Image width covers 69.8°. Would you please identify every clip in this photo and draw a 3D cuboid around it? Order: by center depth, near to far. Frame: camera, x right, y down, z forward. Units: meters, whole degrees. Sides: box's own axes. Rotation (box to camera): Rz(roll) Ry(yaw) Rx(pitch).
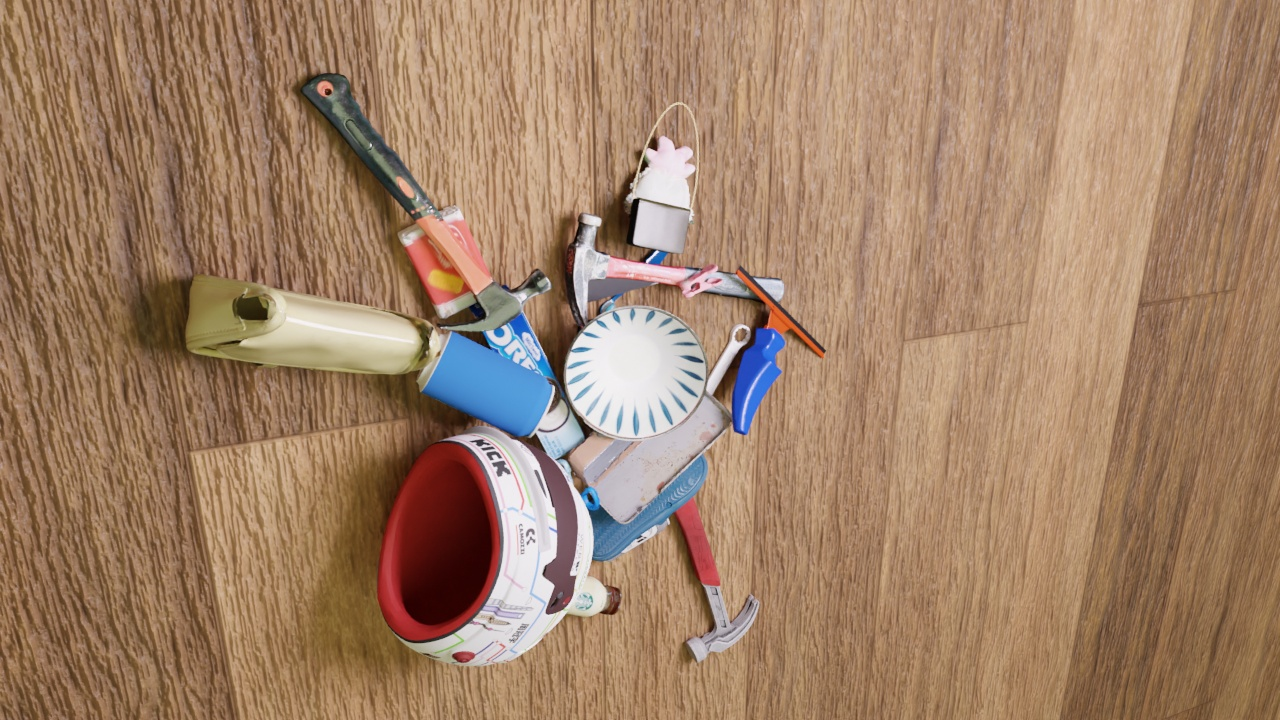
[{"bbox_3d":[0.079,-0.097,1.179,0.058,0.022,0.037,-27,120,-14],"label":"clip"}]

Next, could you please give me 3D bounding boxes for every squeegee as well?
[{"bbox_3d":[0.162,0.014,1.254,0.249,0.055,0.184,37,66,-43],"label":"squeegee"}]

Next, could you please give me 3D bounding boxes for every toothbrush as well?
[{"bbox_3d":[-0.005,-0.107,1.189,0.132,0.016,0.021,-46,124,-2],"label":"toothbrush"}]

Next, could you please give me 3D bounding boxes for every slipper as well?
[{"bbox_3d":[-0.003,0.188,1.262,0.213,0.104,0.059,-40,160,0],"label":"slipper"}]

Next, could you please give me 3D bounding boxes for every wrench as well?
[{"bbox_3d":[0.079,0.070,1.294,0.047,0.009,0.273,27,96,-29],"label":"wrench"}]

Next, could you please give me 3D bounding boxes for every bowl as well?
[{"bbox_3d":[-0.007,0.007,1.148,0.177,0.070,0.177,-1,110,-2],"label":"bowl"}]

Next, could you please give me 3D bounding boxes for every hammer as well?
[{"bbox_3d":[-0.248,-0.173,1.016,0.133,0.033,0.333,-39,107,-7],"label":"hammer"},{"bbox_3d":[0.051,-0.099,1.195,0.325,0.036,0.140,5,105,-30],"label":"hammer"},{"bbox_3d":[0.097,0.305,1.370,0.126,0.036,0.316,-26,118,-17],"label":"hammer"}]

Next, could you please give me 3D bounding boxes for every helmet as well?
[{"bbox_3d":[-0.171,0.220,1.106,0.235,0.231,0.315,0,125,-51],"label":"helmet"}]

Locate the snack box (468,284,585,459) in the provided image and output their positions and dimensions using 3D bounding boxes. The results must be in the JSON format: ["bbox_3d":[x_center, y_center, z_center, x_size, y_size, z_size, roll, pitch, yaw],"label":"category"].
[{"bbox_3d":[-0.139,0.018,1.151,0.059,0.059,0.226,-27,117,-9],"label":"snack box"}]

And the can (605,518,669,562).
[{"bbox_3d":[-0.014,0.242,1.294,0.106,0.044,0.044,-29,117,-12],"label":"can"}]

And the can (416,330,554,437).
[{"bbox_3d":[-0.180,0.029,1.067,0.146,0.079,0.079,27,96,-15],"label":"can"}]

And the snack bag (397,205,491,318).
[{"bbox_3d":[-0.226,-0.114,1.077,0.077,0.036,0.116,-28,117,-12],"label":"snack bag"}]

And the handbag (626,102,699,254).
[{"bbox_3d":[0.032,-0.223,1.118,0.084,0.027,0.178,8,95,-27],"label":"handbag"}]

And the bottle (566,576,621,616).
[{"bbox_3d":[-0.104,0.323,1.276,0.162,0.056,0.056,18,100,-28],"label":"bottle"}]

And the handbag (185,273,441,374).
[{"bbox_3d":[-0.350,-0.028,0.980,0.232,0.191,0.088,11,86,-40],"label":"handbag"}]

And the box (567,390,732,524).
[{"bbox_3d":[0.016,0.100,1.207,0.216,0.096,0.105,-42,148,-16],"label":"box"}]

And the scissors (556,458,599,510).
[{"bbox_3d":[-0.093,0.174,1.205,0.019,0.132,0.105,-32,82,-29],"label":"scissors"}]

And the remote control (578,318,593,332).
[{"bbox_3d":[-0.024,-0.041,1.208,0.124,0.010,0.039,-7,111,-22],"label":"remote control"}]

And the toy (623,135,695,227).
[{"bbox_3d":[0.030,-0.223,1.151,0.095,0.041,0.109,11,97,-28],"label":"toy"}]
